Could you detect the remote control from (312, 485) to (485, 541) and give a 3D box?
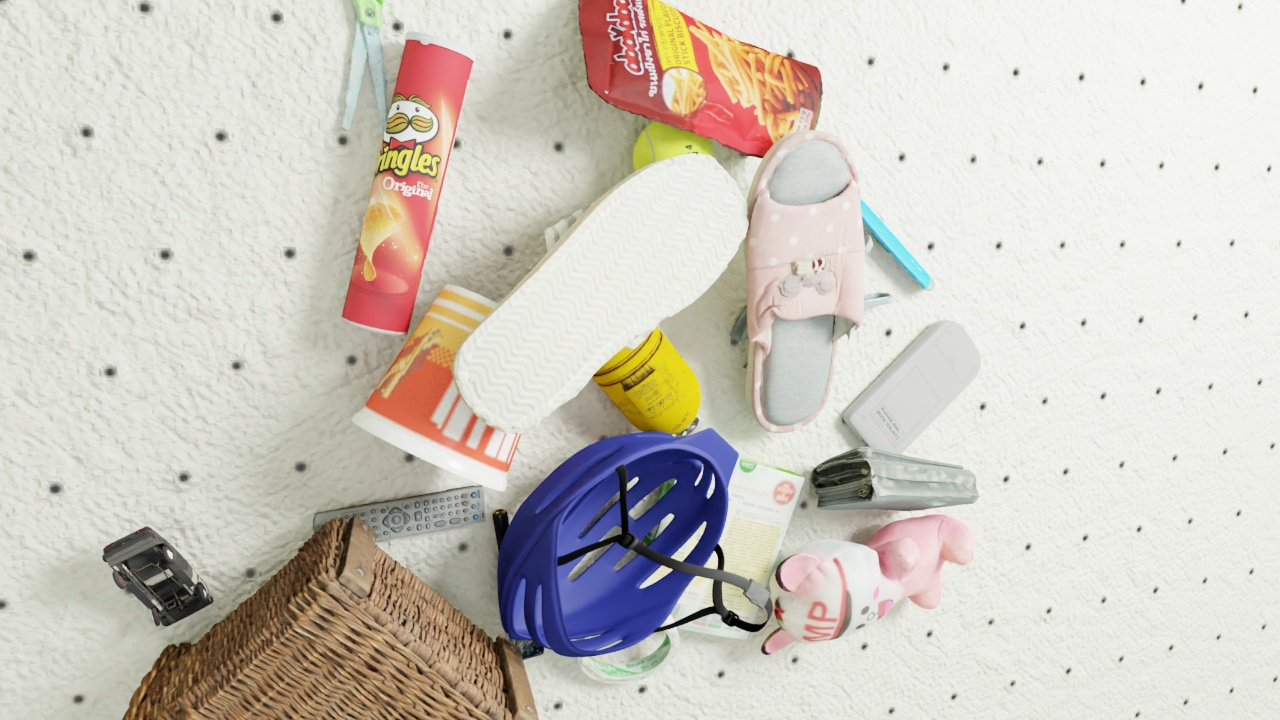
[{"bbox_3d":[-0.194,0.128,0.747,0.136,0.013,0.033,-7,103,-20],"label":"remote control"}]

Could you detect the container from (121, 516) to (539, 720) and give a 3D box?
[{"bbox_3d":[-0.208,0.253,0.673,0.250,0.162,0.183,44,88,-18],"label":"container"}]

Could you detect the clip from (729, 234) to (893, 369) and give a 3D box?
[{"bbox_3d":[0.150,-0.062,0.834,0.163,0.028,0.115,-30,112,-14],"label":"clip"}]

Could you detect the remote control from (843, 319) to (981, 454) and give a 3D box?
[{"bbox_3d":[0.271,0.029,0.906,0.151,0.019,0.074,-44,113,-7],"label":"remote control"}]

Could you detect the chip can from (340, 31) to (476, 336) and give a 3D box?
[{"bbox_3d":[-0.173,-0.128,0.680,0.051,0.052,0.215,13,97,-23],"label":"chip can"}]

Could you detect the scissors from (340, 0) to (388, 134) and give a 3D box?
[{"bbox_3d":[-0.206,-0.250,0.664,0.092,0.032,0.175,8,95,-26],"label":"scissors"}]

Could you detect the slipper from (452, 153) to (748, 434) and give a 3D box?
[{"bbox_3d":[-0.027,-0.053,0.675,0.272,0.054,0.114,-42,113,-23],"label":"slipper"}]

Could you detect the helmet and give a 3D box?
[{"bbox_3d":[-0.003,0.162,0.712,0.241,0.228,0.148,-48,121,-1],"label":"helmet"}]

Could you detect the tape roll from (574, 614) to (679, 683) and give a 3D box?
[{"bbox_3d":[-0.012,0.255,0.825,0.093,0.018,0.094,-6,126,-9],"label":"tape roll"}]

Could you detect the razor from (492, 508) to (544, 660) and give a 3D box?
[{"bbox_3d":[-0.111,0.197,0.791,0.042,0.022,0.144,-12,105,-20],"label":"razor"}]

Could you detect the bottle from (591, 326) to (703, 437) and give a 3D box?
[{"bbox_3d":[-0.005,0.004,0.764,0.071,0.071,0.164,-43,113,-8],"label":"bottle"}]

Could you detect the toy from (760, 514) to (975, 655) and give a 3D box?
[{"bbox_3d":[0.211,0.209,0.880,0.212,0.084,0.142,-14,141,-22],"label":"toy"}]

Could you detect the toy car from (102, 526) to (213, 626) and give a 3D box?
[{"bbox_3d":[-0.353,0.157,0.673,0.040,0.037,0.092,-27,135,-16],"label":"toy car"}]

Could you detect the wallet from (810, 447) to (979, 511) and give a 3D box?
[{"bbox_3d":[0.240,0.118,0.870,0.131,0.101,0.054,11,75,-24],"label":"wallet"}]

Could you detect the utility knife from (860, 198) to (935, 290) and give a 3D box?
[{"bbox_3d":[0.220,-0.124,0.853,0.015,0.031,0.185,-33,116,31],"label":"utility knife"}]

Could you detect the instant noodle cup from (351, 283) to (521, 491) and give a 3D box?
[{"bbox_3d":[-0.133,0.017,0.696,0.123,0.123,0.121,29,82,-24],"label":"instant noodle cup"}]

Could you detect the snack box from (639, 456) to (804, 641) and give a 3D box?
[{"bbox_3d":[0.067,0.170,0.852,0.132,0.027,0.168,17,94,-24],"label":"snack box"}]

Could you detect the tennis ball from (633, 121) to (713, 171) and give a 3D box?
[{"bbox_3d":[0.026,-0.164,0.743,0.065,0.065,0.065,-5,103,-21],"label":"tennis ball"}]

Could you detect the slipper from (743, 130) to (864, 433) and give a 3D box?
[{"bbox_3d":[0.138,-0.054,0.768,0.114,0.054,0.275,-13,121,-19],"label":"slipper"}]

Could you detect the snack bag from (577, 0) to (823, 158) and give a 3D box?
[{"bbox_3d":[0.043,-0.224,0.727,0.207,0.067,0.138,12,59,-25],"label":"snack bag"}]
